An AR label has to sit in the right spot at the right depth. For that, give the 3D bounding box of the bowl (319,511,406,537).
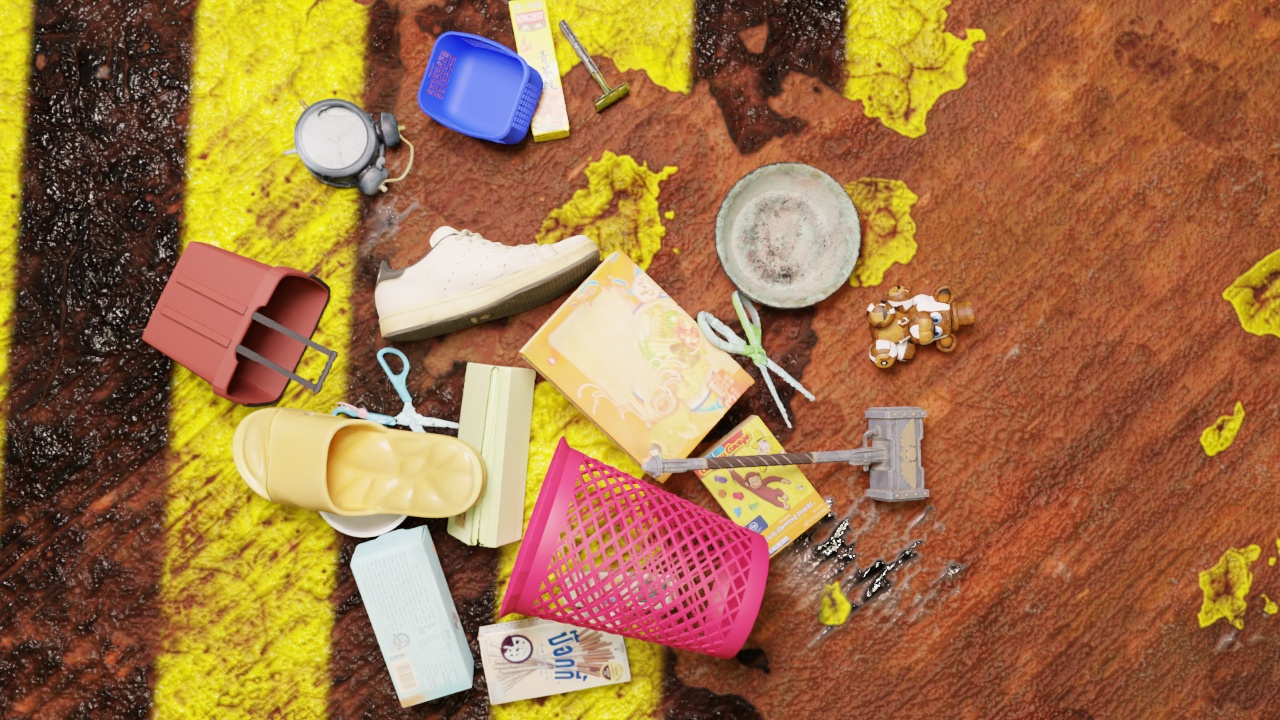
[{"bbox_3d":[-0.283,0.127,0.962,0.110,0.040,0.110,0,88,0],"label":"bowl"}]

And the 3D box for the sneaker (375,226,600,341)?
[{"bbox_3d":[-0.165,-0.099,0.958,0.241,0.089,0.102,-19,81,1],"label":"sneaker"}]

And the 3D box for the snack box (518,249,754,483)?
[{"bbox_3d":[-0.006,0.006,0.947,0.195,0.081,0.145,44,83,-9],"label":"snack box"}]

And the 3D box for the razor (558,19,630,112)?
[{"bbox_3d":[-0.057,-0.324,0.996,0.042,0.026,0.106,-33,86,-1],"label":"razor"}]

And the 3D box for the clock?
[{"bbox_3d":[-0.303,-0.225,0.967,0.129,0.052,0.090,16,88,-7],"label":"clock"}]

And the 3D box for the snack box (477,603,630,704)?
[{"bbox_3d":[-0.090,0.309,0.967,0.150,0.026,0.082,-9,102,-3],"label":"snack box"}]

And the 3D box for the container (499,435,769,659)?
[{"bbox_3d":[-0.002,0.198,0.906,0.225,0.183,0.183,19,87,-5],"label":"container"}]

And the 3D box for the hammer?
[{"bbox_3d":[0.151,0.100,0.931,0.321,0.044,0.098,0,88,-23],"label":"hammer"}]

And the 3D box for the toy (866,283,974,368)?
[{"bbox_3d":[0.299,-0.041,0.984,0.113,0.067,0.087,-7,114,9],"label":"toy"}]

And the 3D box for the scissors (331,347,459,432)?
[{"bbox_3d":[-0.259,0.043,0.983,0.136,0.015,0.125,9,89,-9],"label":"scissors"}]

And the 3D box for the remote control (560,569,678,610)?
[{"bbox_3d":[-0.023,0.246,0.984,0.125,0.018,0.038,3,89,-3],"label":"remote control"}]

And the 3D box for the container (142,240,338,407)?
[{"bbox_3d":[-0.371,-0.024,0.919,0.201,0.127,0.148,25,88,8],"label":"container"}]

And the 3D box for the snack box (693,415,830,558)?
[{"bbox_3d":[0.126,0.135,0.982,0.088,0.040,0.126,-38,91,-3],"label":"snack box"}]

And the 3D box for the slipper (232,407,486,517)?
[{"bbox_3d":[-0.285,0.106,0.901,0.263,0.078,0.099,6,91,5],"label":"slipper"}]

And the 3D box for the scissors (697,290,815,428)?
[{"bbox_3d":[0.118,-0.004,0.951,0.023,0.168,0.171,-38,55,27],"label":"scissors"}]

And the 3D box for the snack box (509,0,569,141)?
[{"bbox_3d":[-0.109,-0.313,0.988,0.040,0.029,0.148,-10,89,-4],"label":"snack box"}]

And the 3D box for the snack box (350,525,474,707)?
[{"bbox_3d":[-0.230,0.262,0.939,0.075,0.053,0.175,-16,105,-2],"label":"snack box"}]

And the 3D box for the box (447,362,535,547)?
[{"bbox_3d":[-0.153,0.098,0.955,0.089,0.078,0.188,7,89,-2],"label":"box"}]

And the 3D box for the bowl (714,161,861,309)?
[{"bbox_3d":[0.156,-0.132,0.991,0.157,0.038,0.157,0,89,-3],"label":"bowl"}]

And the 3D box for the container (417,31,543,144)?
[{"bbox_3d":[-0.163,-0.280,0.954,0.114,0.058,0.096,25,100,16],"label":"container"}]
